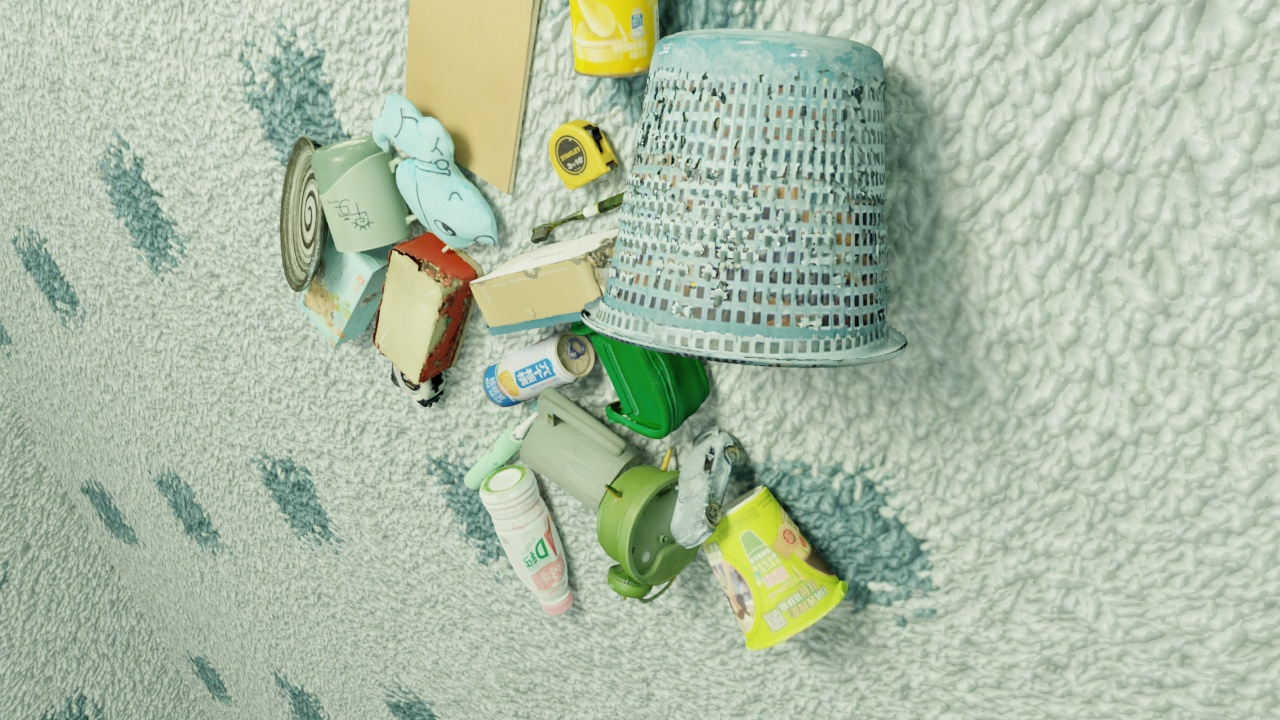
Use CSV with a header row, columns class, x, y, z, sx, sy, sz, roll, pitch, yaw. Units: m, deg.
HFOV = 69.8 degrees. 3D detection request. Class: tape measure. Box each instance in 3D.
class,x,y,z,sx,sy,sz,roll,pitch,yaw
tape measure,-0.269,0.016,1.114,0.066,0.033,0.066,37,137,13
tape measure,-0.051,-0.183,0.807,0.060,0.028,0.057,-17,106,45

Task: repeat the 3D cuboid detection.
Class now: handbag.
class,x,y,z,sx,sy,sz,roll,pitch,yaw
handbag,-0.005,0.005,0.858,0.120,0.067,0.131,-3,118,48

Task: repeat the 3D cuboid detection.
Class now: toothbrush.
class,x,y,z,sx,sy,sz,roll,pitch,yaw
toothbrush,-0.157,0.100,1.079,0.027,0.026,0.225,26,140,-18
toothbrush,-0.039,-0.136,0.836,0.186,0.017,0.012,-13,138,43

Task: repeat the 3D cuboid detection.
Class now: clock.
class,x,y,z,sx,sy,sz,roll,pitch,yaw
clock,0.012,0.176,0.928,0.056,0.115,0.161,20,125,44

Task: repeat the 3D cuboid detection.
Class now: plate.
class,x,y,z,sx,sy,sz,roll,pitch,yaw
plate,-0.383,-0.166,1.056,0.180,0.024,0.179,-4,86,57

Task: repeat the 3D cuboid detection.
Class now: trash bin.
class,x,y,z,sx,sy,sz,roll,pitch,yaw
trash bin,0.078,-0.114,0.623,0.227,0.226,0.195,14,106,33

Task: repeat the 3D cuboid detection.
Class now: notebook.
class,x,y,z,sx,sy,sz,roll,pitch,yaw
notebook,-0.164,-0.278,0.852,0.149,0.012,0.212,34,134,20

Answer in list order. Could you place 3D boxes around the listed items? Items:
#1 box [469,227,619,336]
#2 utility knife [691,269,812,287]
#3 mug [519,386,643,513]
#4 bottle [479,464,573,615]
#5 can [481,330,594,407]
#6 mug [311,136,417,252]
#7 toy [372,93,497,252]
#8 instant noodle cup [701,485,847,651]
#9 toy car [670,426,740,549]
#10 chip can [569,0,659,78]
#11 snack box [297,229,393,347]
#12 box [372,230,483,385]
class,x,y,z,sx,sy,sz,roll,pitch,yaw
box,-0.081,-0.073,0.862,0.185,0.089,0.061,-9,112,45
utility knife,0.078,-0.061,0.788,0.216,0.015,0.033,-11,107,44
mug,-0.060,0.090,0.943,0.103,0.083,0.124,34,151,16
bottle,-0.131,0.223,1.112,0.068,0.068,0.197,3,122,38
can,-0.108,0.010,0.961,0.135,0.053,0.053,-21,102,45
mug,-0.282,-0.179,0.971,0.112,0.082,0.106,-8,112,7
toy,-0.206,-0.177,0.917,0.161,0.049,0.157,33,144,13
instant noodle cup,0.115,0.188,0.861,0.112,0.111,0.123,-37,83,47
toy car,0.056,0.117,0.851,0.037,0.120,0.054,33,140,-20
chip can,-0.023,-0.320,0.665,0.072,0.071,0.214,17,128,31
snack box,-0.349,-0.093,1.096,0.074,0.051,0.175,50,137,4
box,-0.243,-0.052,1.017,0.091,0.076,0.169,40,136,13
